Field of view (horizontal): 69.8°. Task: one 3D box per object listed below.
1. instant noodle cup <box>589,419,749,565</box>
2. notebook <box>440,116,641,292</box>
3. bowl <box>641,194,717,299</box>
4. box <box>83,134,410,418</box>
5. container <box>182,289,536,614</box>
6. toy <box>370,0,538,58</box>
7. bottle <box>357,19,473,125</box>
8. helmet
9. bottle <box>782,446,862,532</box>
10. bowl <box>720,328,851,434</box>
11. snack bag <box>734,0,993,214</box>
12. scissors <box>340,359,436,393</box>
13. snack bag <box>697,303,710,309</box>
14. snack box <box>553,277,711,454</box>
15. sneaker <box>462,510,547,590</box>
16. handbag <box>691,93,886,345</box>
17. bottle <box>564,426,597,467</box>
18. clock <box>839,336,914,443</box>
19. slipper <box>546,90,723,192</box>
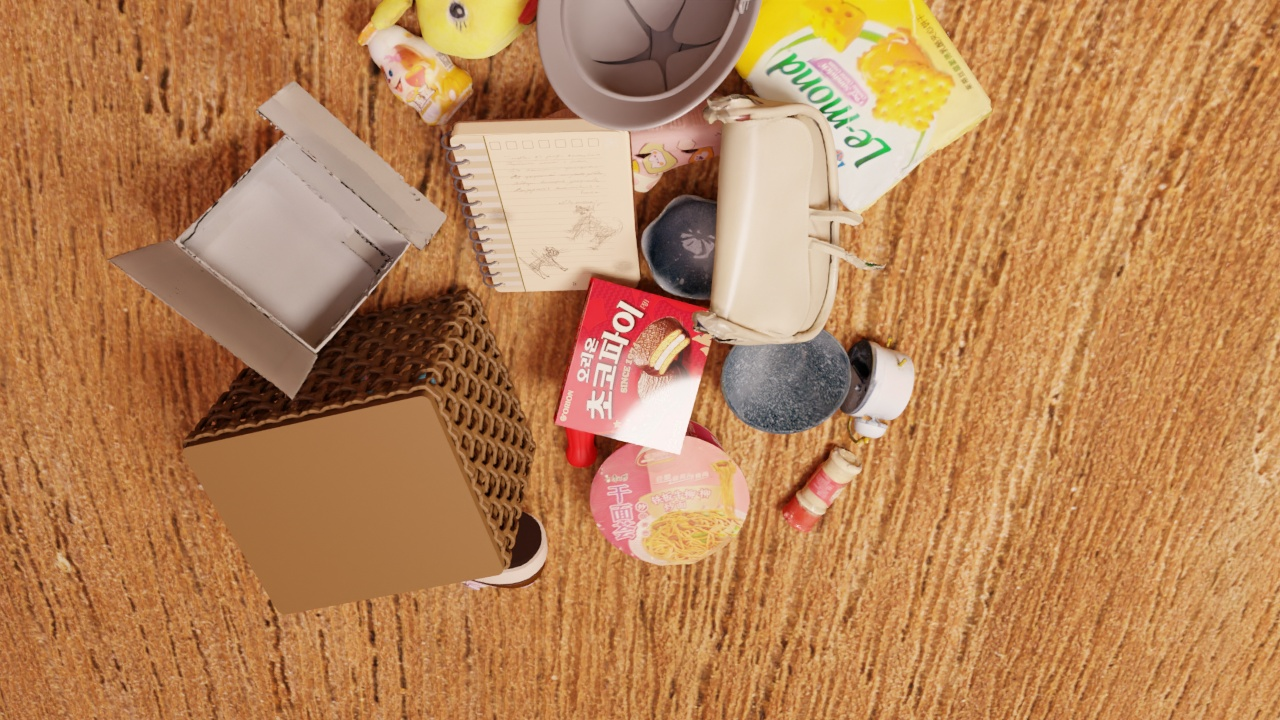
[{"bbox_3d":[0.033,0.141,1.057,0.178,0.077,0.179,0,118,1],"label":"instant noodle cup"},{"bbox_3d":[-0.088,-0.141,0.887,0.167,0.024,0.226,-1,146,3],"label":"notebook"},{"bbox_3d":[0.058,-0.121,0.931,0.110,0.055,0.110,1,117,2],"label":"bowl"},{"bbox_3d":[-0.326,-0.081,0.808,0.167,0.330,0.165,41,98,-18],"label":"box"},{"bbox_3d":[-0.271,0.092,0.954,0.252,0.213,0.220,-12,118,9],"label":"container"},{"bbox_3d":[-0.171,-0.341,0.810,0.207,0.092,0.134,19,95,2],"label":"toy"},{"bbox_3d":[-0.211,-0.274,0.859,0.109,0.063,0.063,41,112,-17],"label":"bottle"},{"bbox_3d":[0.017,-0.296,0.786,0.183,0.118,0.270,10,78,11],"label":"helmet"},{"bbox_3d":[0.212,0.151,1.073,0.044,0.044,0.109,29,114,-12],"label":"bottle"},{"bbox_3d":[0.154,0.007,0.992,0.137,0.057,0.137,1,118,2],"label":"bowl"},{"bbox_3d":[0.192,-0.270,0.840,0.160,0.068,0.247,-35,111,22],"label":"snack bag"},{"bbox_3d":[-0.283,0.048,1.061,0.130,0.015,0.135,-17,121,11],"label":"scissors"},{"bbox_3d":[0.041,-0.030,0.996,0.099,0.026,0.020,-37,105,17],"label":"snack bag"},{"bbox_3d":[-0.006,0.006,0.947,0.132,0.036,0.152,15,94,-10],"label":"snack box"},{"bbox_3d":[-0.255,0.235,1.116,0.294,0.111,0.117,0,137,2],"label":"sneaker"},{"bbox_3d":[0.127,-0.116,0.809,0.132,0.183,0.229,12,111,33],"label":"handbag"},{"bbox_3d":[-0.069,0.064,1.043,0.036,0.036,0.119,0,117,2],"label":"bottle"},{"bbox_3d":[0.247,0.035,0.990,0.057,0.083,0.118,13,116,-11],"label":"clock"},{"bbox_3d":[-0.004,-0.206,0.881,0.197,0.093,0.082,-5,136,7],"label":"slipper"}]
